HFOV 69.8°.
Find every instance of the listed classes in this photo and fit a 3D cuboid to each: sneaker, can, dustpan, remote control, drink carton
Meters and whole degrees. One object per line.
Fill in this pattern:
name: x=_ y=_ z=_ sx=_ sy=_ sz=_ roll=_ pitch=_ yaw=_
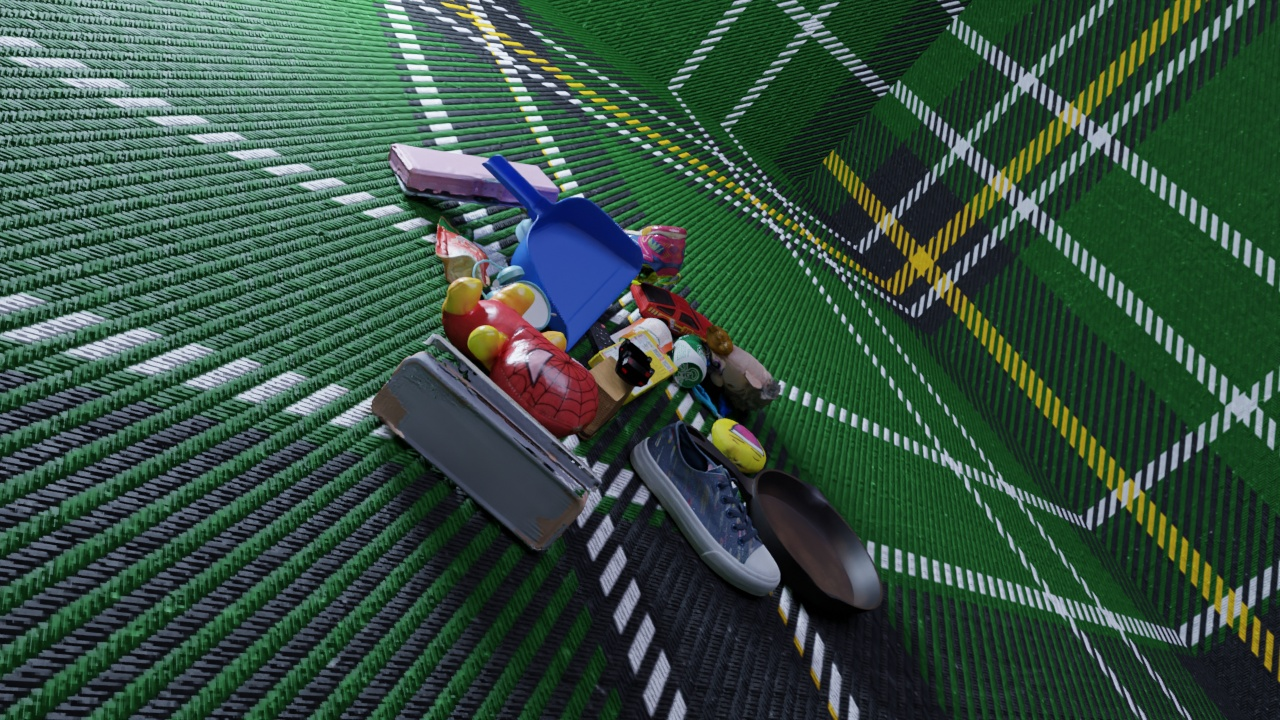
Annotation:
sneaker: x=0.088 y=0.171 z=1.084 sx=0.235 sy=0.079 sz=0.087 roll=48 pitch=22 yaw=13
can: x=0.074 y=0.000 z=1.405 sx=0.053 sy=0.053 sz=0.101 roll=37 pitch=22 yaw=-13
sneaker: x=-0.009 y=-0.165 z=1.478 sx=0.116 sy=0.091 sz=0.242 roll=2 pitch=3 yaw=-25
dustpan: x=-0.126 y=-0.173 z=1.263 sx=0.257 sy=0.060 sz=0.244 roll=44 pitch=41 yaw=-5
remote control: x=-0.050 y=-0.014 z=1.279 sx=0.039 sy=0.010 sz=0.124 roll=26 pitch=28 yaw=-36
drink carton: x=0.003 y=-0.026 z=1.367 sx=0.069 sy=0.039 sz=0.122 roll=45 pitch=28 yaw=7

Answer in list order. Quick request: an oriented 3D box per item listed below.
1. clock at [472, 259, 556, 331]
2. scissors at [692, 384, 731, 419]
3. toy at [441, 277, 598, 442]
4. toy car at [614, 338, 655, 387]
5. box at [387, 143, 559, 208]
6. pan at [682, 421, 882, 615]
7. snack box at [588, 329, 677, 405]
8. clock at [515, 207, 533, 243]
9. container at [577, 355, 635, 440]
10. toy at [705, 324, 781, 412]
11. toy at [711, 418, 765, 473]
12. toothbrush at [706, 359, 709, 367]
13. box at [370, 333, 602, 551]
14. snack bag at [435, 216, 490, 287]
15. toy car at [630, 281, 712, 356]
clock: x=-0.161 y=-0.075 z=1.137 sx=0.123 sy=0.042 sz=0.087 roll=43 pitch=43 yaw=-23
scissors: x=0.128 y=0.088 z=1.391 sx=0.103 sy=0.015 sz=0.133 roll=15 pitch=37 yaw=-51
toy: x=-0.129 y=0.004 z=1.000 sx=0.147 sy=0.099 sz=0.216 roll=-4 pitch=49 yaw=-47
toy car: x=-0.011 y=0.005 z=1.110 sx=0.042 sy=0.036 sz=0.091 roll=39 pitch=13 yaw=-15
box: x=-0.234 y=-0.255 z=1.298 sx=0.232 sy=0.046 sz=0.098 roll=0 pitch=34 yaw=-36
pan: x=0.175 y=0.206 z=1.215 sx=0.356 sy=0.043 sz=0.248 roll=39 pitch=22 yaw=-8
snack box: x=-0.007 y=0.007 z=1.255 sx=0.075 sy=0.025 sz=0.152 roll=51 pitch=28 yaw=6
clock: x=-0.116 y=-0.165 z=1.378 sx=0.162 sy=0.060 sz=0.117 roll=47 pitch=21 yaw=4
container: x=-0.051 y=0.041 z=1.109 sx=0.063 sy=0.061 sz=0.113 roll=44 pitch=22 yaw=3
toy: x=0.148 y=0.016 z=1.435 sx=0.176 sy=0.076 sz=0.133 roll=53 pitch=-13 yaw=-29
toy: x=0.140 y=0.122 z=1.310 sx=0.095 sy=0.041 sz=0.094 roll=38 pitch=24 yaw=-13
toothbrush: x=0.116 y=0.004 z=1.517 sx=0.021 sy=0.016 sz=0.132 roll=20 pitch=15 yaw=21
box: x=-0.144 y=0.078 z=0.867 sx=0.216 sy=0.107 sz=0.095 roll=41 pitch=-15 yaw=-5
snack bag: x=-0.227 y=-0.145 z=1.189 sx=0.087 sy=0.044 sz=0.155 roll=39 pitch=17 yaw=-24
toy car: x=0.063 y=-0.067 z=1.508 sx=0.189 sy=0.056 sz=0.081 roll=27 pitch=28 yaw=-36
